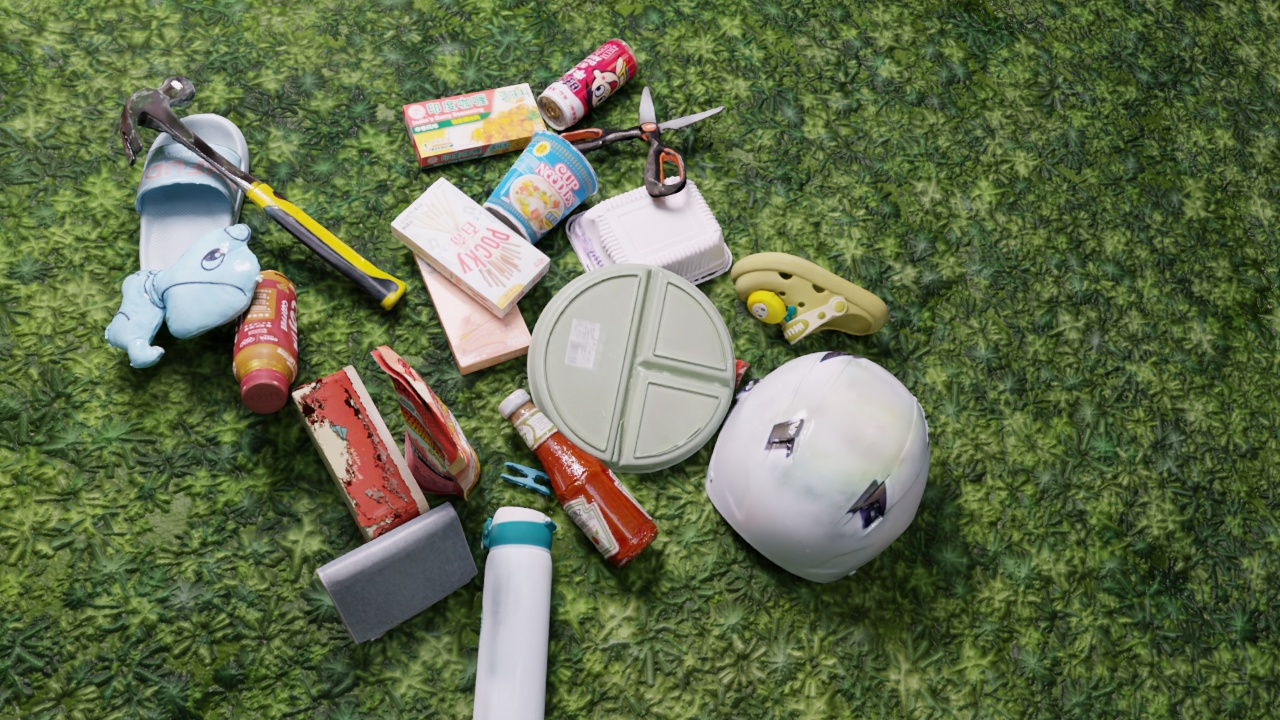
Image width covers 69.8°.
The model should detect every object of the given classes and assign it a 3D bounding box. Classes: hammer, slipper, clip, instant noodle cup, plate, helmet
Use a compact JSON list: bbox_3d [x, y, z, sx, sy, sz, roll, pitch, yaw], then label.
[{"bbox_3d":[-0.384,-0.161,0.949,0.323,0.032,0.125,39,36,-13],"label":"hammer"},{"bbox_3d":[-0.475,-0.157,0.960,0.104,0.074,0.245,-1,69,-11],"label":"slipper"},{"bbox_3d":[-0.116,0.121,0.951,0.057,0.014,0.046,18,67,-5],"label":"clip"},{"bbox_3d":[-0.119,-0.187,1.041,0.099,0.099,0.109,37,73,5],"label":"instant noodle cup"},{"bbox_3d":[-0.006,0.006,0.983,0.230,0.027,0.230,1,82,-10],"label":"plate"},{"bbox_3d":[0.015,-0.145,1.065,0.173,0.060,0.138,-24,74,-18],"label":"instant noodle cup"},{"bbox_3d":[0.192,-0.060,1.051,0.190,0.092,0.081,20,67,-7],"label":"slipper"},{"bbox_3d":[0.203,0.090,0.957,0.229,0.146,0.258,40,65,6],"label":"helmet"}]

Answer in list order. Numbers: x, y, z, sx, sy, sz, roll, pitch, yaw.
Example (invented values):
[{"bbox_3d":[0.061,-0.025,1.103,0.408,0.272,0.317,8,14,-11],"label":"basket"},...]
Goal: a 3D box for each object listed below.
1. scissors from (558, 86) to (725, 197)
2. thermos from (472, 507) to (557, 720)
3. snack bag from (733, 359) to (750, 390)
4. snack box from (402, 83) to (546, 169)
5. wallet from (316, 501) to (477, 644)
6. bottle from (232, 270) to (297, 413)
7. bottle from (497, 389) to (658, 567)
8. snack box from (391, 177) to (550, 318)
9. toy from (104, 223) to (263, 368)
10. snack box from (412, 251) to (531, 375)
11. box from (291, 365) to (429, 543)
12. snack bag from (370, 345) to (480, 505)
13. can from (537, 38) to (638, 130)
[{"bbox_3d":[0.003,-0.266,1.098,0.230,0.022,0.220,-18,48,-9],"label":"scissors"},{"bbox_3d":[-0.121,0.251,0.868,0.073,0.073,0.223,5,66,-10],"label":"thermos"},{"bbox_3d":[0.069,-0.003,1.035,0.104,0.026,0.048,30,53,1],"label":"snack bag"},{"bbox_3d":[-0.196,-0.280,1.094,0.155,0.027,0.077,-16,71,-18],"label":"snack box"},{"bbox_3d":[-0.223,0.198,0.855,0.129,0.107,0.037,-27,42,-22],"label":"wallet"},{"bbox_3d":[-0.364,-0.019,0.894,0.057,0.058,0.174,-8,41,-15],"label":"bottle"},{"bbox_3d":[-0.067,0.116,0.930,0.059,0.060,0.206,-39,85,-23],"label":"bottle"},{"bbox_3d":[-0.185,-0.124,1.002,0.157,0.027,0.084,37,64,5],"label":"snack box"},{"bbox_3d":[-0.437,-0.064,0.890,0.156,0.050,0.161,8,71,13],"label":"toy"},{"bbox_3d":[-0.185,-0.068,1.008,0.084,0.026,0.157,-19,73,-19],"label":"snack box"},{"bbox_3d":[-0.277,0.099,0.884,0.077,0.091,0.168,-27,75,-24],"label":"box"},{"bbox_3d":[-0.194,0.072,0.849,0.073,0.208,0.128,-31,76,-17],"label":"snack bag"},{"bbox_3d":[-0.065,-0.340,1.132,0.053,0.053,0.132,42,66,7],"label":"can"}]
